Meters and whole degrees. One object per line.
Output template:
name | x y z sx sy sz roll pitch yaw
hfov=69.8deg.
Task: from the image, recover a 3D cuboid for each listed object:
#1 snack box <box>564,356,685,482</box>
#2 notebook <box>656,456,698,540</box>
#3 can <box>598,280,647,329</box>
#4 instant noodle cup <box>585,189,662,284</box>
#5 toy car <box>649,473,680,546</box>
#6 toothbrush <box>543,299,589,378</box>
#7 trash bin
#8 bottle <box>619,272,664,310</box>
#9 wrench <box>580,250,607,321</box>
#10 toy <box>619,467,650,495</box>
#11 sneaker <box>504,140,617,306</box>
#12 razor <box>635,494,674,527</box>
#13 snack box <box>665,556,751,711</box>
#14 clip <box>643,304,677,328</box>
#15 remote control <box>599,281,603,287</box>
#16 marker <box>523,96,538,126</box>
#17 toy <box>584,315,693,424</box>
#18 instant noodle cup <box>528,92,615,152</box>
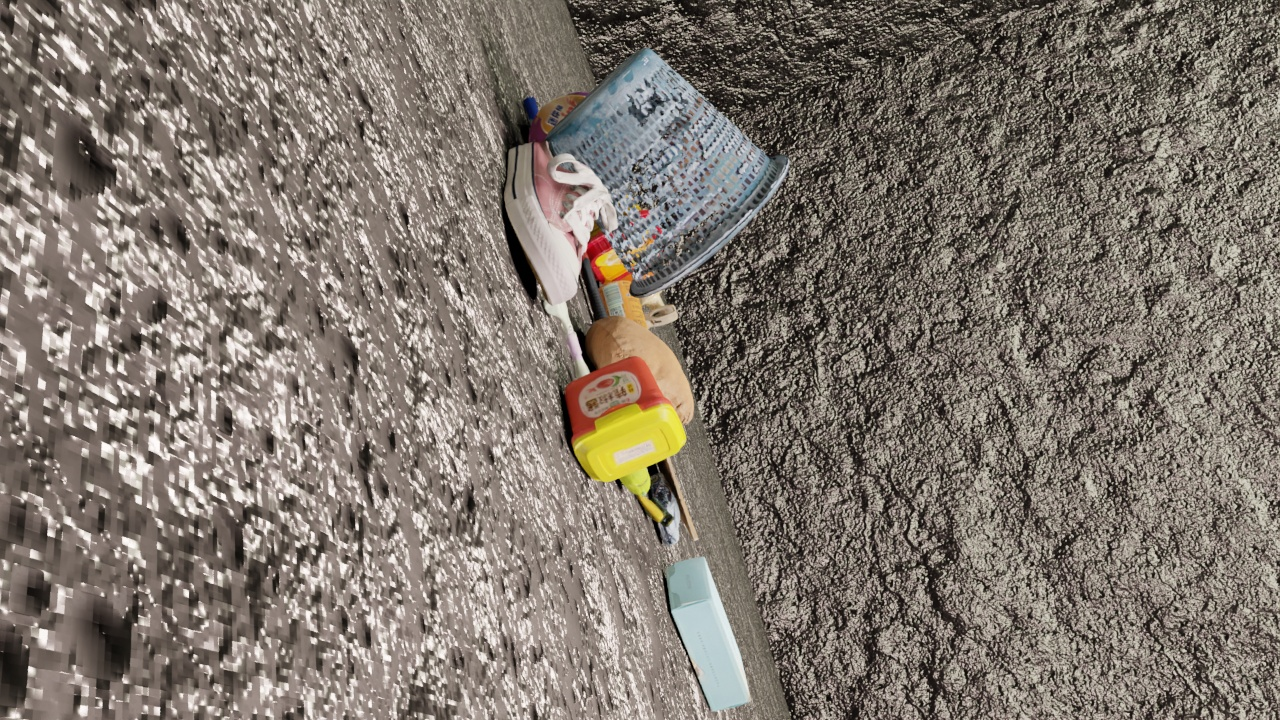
snack box | -0.017 0.049 0.792 0.082 0.091 0.080 66 1 -52
notebook | 0.035 0.148 1.241 0.207 0.008 0.148 -141 -148 -82
can | -0.017 -0.032 1.223 0.058 0.058 0.146 58 15 -70
instant noodle cup | -0.044 -0.187 1.243 0.123 0.116 0.116 62 2 20
toy car | 0.032 0.186 1.150 0.105 0.031 0.049 -99 169 -56
toothbrush | -0.053 0.027 0.871 0.029 0.020 0.189 -38 114 -52
trash bin | 0.012 -0.213 0.989 0.195 0.227 0.226 47 12 -15
bottle | -0.016 -0.130 1.323 0.149 0.067 0.066 52 4 3
wrench | -0.064 -0.108 1.154 0.056 0.016 0.273 154 -79 -73
toy | -0.017 0.093 0.945 0.097 0.031 0.100 55 14 -61
sneaker | -0.072 -0.144 0.859 0.240 0.088 0.118 -103 173 -51
razor | 0.004 0.137 1.029 0.043 0.028 0.133 45 -20 44
snack box | 0.079 0.319 1.066 0.074 0.051 0.175 -101 172 -63
clip | -0.006 -0.060 1.306 0.095 0.102 0.035 44 -11 37
remote control | -0.047 -0.120 1.383 0.149 0.021 0.058 -94 165 -54
marker | -0.120 -0.263 1.151 0.017 0.017 0.145 45 27 -78
toy | -0.006 0.006 1.026 0.143 0.082 0.226 52 1 -8
instant noodle cup | -0.075 -0.273 1.110 0.099 0.112 0.112 -91 162 -64
